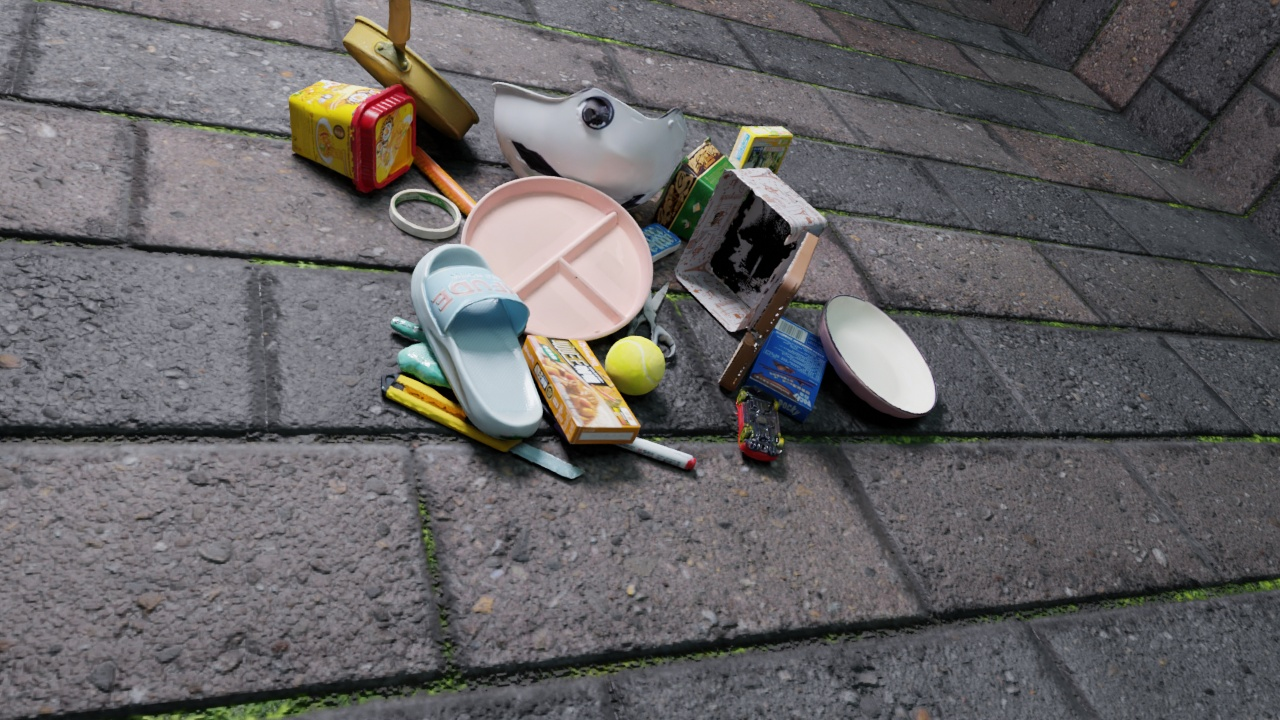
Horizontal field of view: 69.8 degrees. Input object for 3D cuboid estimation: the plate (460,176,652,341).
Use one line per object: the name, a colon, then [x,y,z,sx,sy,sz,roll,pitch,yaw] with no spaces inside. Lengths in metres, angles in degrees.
plate: [-0.098,-0.118,1.084,0.229,0.028,0.229,8,62,-15]

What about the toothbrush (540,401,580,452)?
toothbrush: [-0.122,0.031,0.961,0.016,0.014,0.189,-25,60,-36]

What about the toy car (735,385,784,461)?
toy car: [0.133,0.070,1.042,0.049,0.031,0.106,17,40,-12]

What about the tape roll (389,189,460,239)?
tape roll: [-0.264,-0.180,1.124,0.085,0.014,0.085,15,39,-13]

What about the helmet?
helmet: [-0.076,-0.271,1.210,0.258,0.146,0.229,6,9,-23]

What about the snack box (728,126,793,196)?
snack box: [0.166,-0.283,1.379,0.086,0.141,0.033,-12,50,-38]

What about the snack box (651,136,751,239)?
snack box: [0.096,-0.230,1.304,0.105,0.118,0.118,35,42,4]

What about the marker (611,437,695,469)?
marker: [-0.011,0.086,0.957,0.145,0.017,0.017,19,39,-8]

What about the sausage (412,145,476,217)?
sausage: [-0.252,-0.229,1.181,0.021,0.022,0.165,-22,58,-43]

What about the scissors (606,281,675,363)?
scissors: [0.012,-0.053,1.136,0.163,0.014,0.164,-14,51,-42]

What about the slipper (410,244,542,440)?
slipper: [-0.158,-0.031,0.928,0.103,0.074,0.245,4,49,-42]

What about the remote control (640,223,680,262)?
remote control: [0.003,-0.150,1.229,0.049,0.024,0.124,38,39,16]

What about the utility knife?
utility knife: [-0.156,0.064,0.901,0.223,0.015,0.033,25,41,-1]

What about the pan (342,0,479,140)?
pan: [-0.288,-0.384,1.127,0.197,0.078,0.357,37,-3,0]

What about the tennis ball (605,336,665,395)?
tennis ball: [-0.006,0.006,1.012,0.065,0.066,0.065,15,39,-13]

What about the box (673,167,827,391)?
box: [0.145,-0.103,1.131,0.136,0.180,0.269,11,40,-21]

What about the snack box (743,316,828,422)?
snack box: [0.186,0.007,1.148,0.084,0.026,0.156,29,38,3]

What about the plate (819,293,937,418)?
plate: [0.301,0.000,1.188,0.192,0.039,0.192,24,41,-24]

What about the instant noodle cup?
instant noodle cup: [-0.355,-0.284,1.125,0.124,0.116,0.115,19,37,10]

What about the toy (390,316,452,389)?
toy: [-0.221,-0.012,0.944,0.096,0.030,0.091,23,34,-1]

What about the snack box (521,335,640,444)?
snack box: [-0.065,0.030,0.962,0.075,0.026,0.153,4,35,-33]
